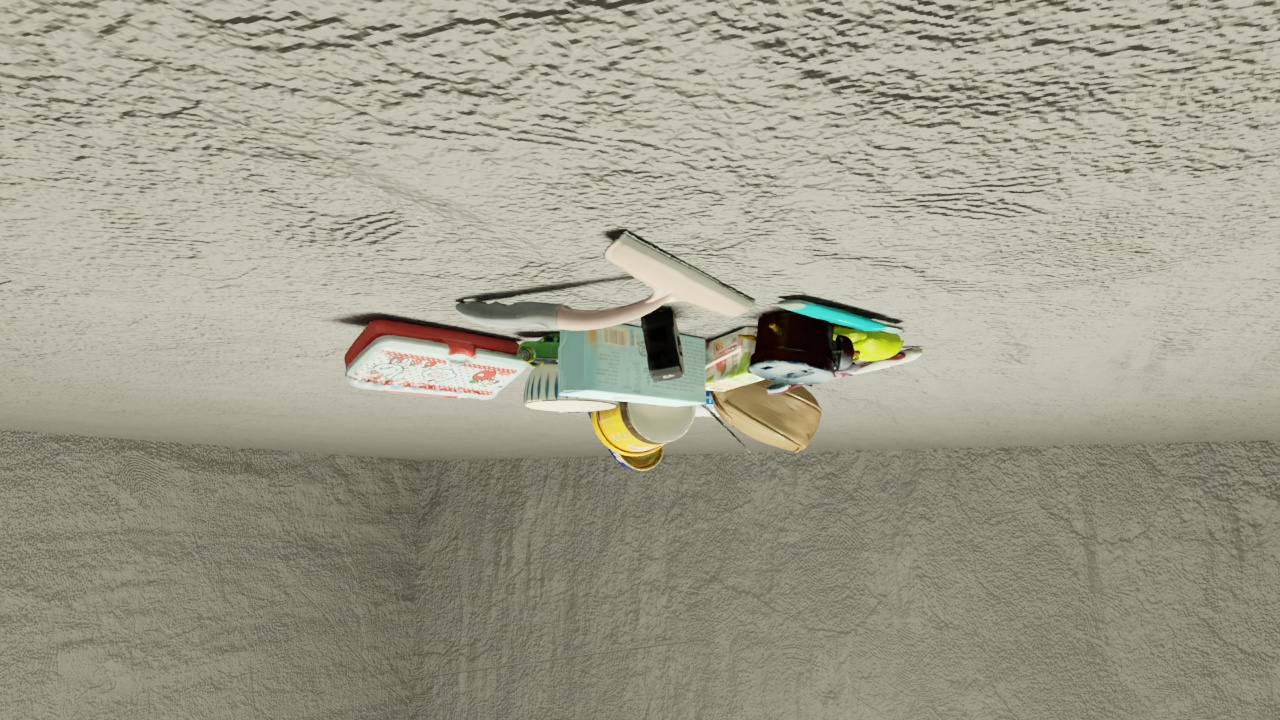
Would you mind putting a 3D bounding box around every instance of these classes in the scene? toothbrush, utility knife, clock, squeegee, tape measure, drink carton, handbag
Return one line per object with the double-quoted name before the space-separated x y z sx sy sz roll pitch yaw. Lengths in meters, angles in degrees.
"toothbrush" 0.240 0.012 1.088 0.188 0.016 0.017 -15 154 12
"utility knife" 0.196 -0.041 0.877 0.186 0.013 0.029 11 168 -42
"clock" 0.162 -0.008 0.910 0.121 0.055 0.082 14 164 -24
"squeegee" -0.060 -0.044 0.787 0.250 0.040 0.247 -4 171 29
"tape measure" 0.023 -0.013 0.889 0.033 0.065 0.066 -9 171 6
"drink carton" 0.103 0.000 1.008 0.045 0.053 0.123 4 169 -22
"handbag" 0.170 0.059 1.235 0.148 0.099 0.204 25 175 9

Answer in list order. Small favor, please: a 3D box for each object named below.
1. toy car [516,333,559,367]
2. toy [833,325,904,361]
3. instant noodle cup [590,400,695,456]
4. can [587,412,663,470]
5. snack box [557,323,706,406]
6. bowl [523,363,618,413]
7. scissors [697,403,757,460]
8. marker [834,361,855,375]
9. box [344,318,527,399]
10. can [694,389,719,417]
"toy car" -0.090 -0.010 1.001 0.091 0.036 0.043 -2 172 7
"toy" 0.232 -0.017 0.970 0.100 0.031 0.097 1 169 -2
"instant noodle cup" 0.007 0.063 1.188 0.118 0.118 0.115 3 171 -19
"can" -0.024 0.087 1.295 0.074 0.148 0.049 -31 -177 -18
"snack box" -0.006 0.006 0.979 0.174 0.074 0.052 8 169 -40
"bowl" -0.085 0.025 1.129 0.116 0.066 0.116 0 170 0
"scissors" 0.095 0.071 1.259 0.178 0.014 0.159 46 -179 -27
"marker" 0.239 0.001 1.113 0.022 0.020 0.132 -47 156 11
"box" -0.215 0.006 0.984 0.200 0.047 0.087 9 135 -48
"can" 0.062 0.056 1.358 0.134 0.053 0.053 3 171 -18
